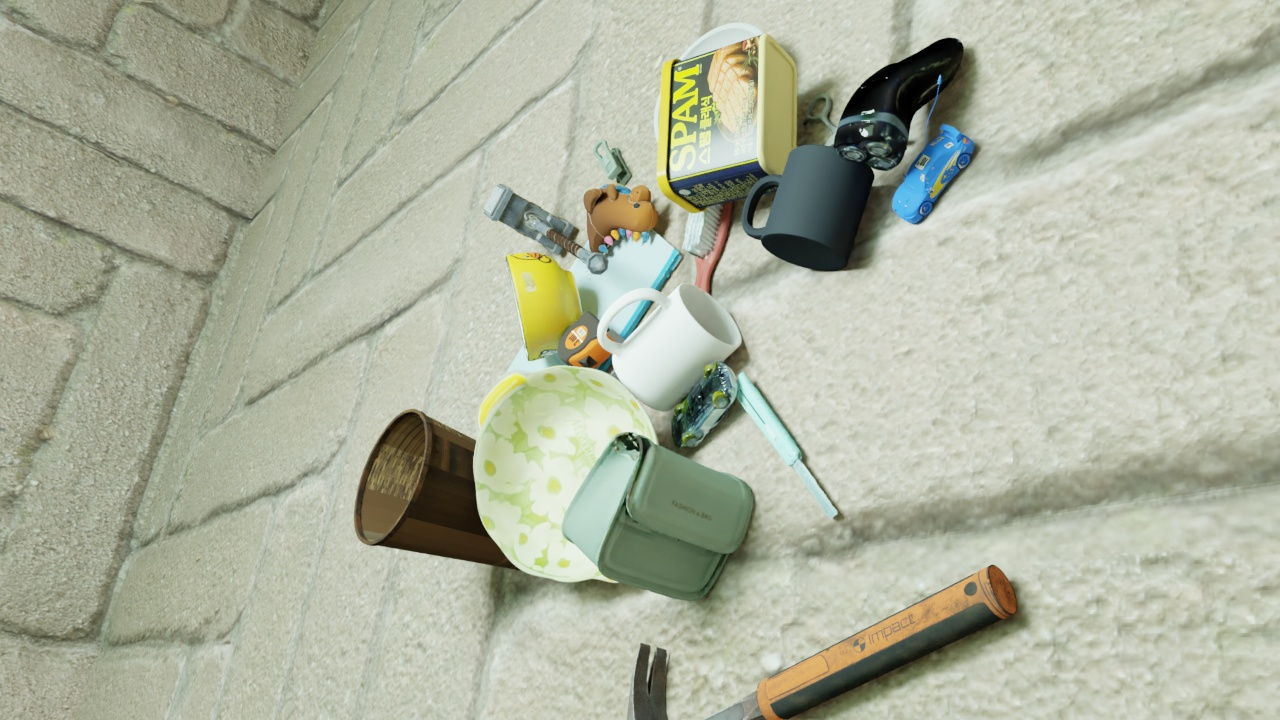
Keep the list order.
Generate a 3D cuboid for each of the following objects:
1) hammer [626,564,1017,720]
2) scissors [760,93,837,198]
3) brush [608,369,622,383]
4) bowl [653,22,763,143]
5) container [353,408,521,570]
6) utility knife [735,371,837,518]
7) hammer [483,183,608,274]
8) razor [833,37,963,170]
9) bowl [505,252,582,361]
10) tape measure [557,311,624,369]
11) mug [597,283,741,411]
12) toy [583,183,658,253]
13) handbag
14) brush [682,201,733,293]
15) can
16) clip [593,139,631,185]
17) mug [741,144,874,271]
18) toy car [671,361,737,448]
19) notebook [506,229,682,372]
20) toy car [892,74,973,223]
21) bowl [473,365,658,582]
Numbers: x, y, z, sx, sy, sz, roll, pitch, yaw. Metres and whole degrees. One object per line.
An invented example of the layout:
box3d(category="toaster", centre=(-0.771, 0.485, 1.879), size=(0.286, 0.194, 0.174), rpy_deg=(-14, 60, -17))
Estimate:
box3d(category="hammer", centre=(0.102, 0.207, 0.613), size=(0.315, 0.035, 0.137), rpy_deg=(-40, 41, 31))
box3d(category="scissors", centre=(0.166, -0.186, 0.798), size=(0.158, 0.014, 0.141), rpy_deg=(-50, 33, 20))
box3d(category="brush", centre=(-0.005, 0.005, 0.901), size=(0.136, 0.015, 0.049), rpy_deg=(-48, 38, 22))
box3d(category="bowl", centre=(0.082, -0.262, 0.928), size=(0.150, 0.043, 0.149), rpy_deg=(-20, 60, 39))
box3d(category="container", centre=(-0.173, 0.137, 0.903), size=(0.132, 0.167, 0.132), rpy_deg=(-31, 46, 39))
box3d(category="utility knife", centre=(0.112, 0.064, 0.709), size=(0.165, 0.015, 0.022), rpy_deg=(-122, 41, -49))
box3d(category="hammer", centre=(-0.090, -0.133, 0.989), size=(0.044, 0.098, 0.322), rpy_deg=(-60, 26, 5))
box3d(category="razor", centre=(0.204, -0.198, 0.703), size=(0.140, 0.064, 0.053), rpy_deg=(-43, 24, -24))
box3d(category="bowl", centre=(-0.101, -0.062, 0.990), size=(0.117, 0.067, 0.117), rpy_deg=(167, 91, -82))
box3d(category="tape measure", centre=(-0.052, -0.014, 0.942), size=(0.059, 0.038, 0.058), rpy_deg=(-48, 36, 0))
box3d(category="mug", centre=(0.018, -0.019, 0.802), size=(0.091, 0.110, 0.073), rpy_deg=(-45, 30, 26))
box3d(category="toy", centre=(-0.021, -0.140, 0.983), size=(0.090, 0.070, 0.103), rpy_deg=(24, 110, 44))
box3d(category="handbag", centre=(0.015, 0.120, 0.704), size=(0.106, 0.121, 0.067), rpy_deg=(-62, 34, 4))
box3d(category="brush", centre=(0.056, -0.099, 0.874), size=(0.041, 0.030, 0.172), rpy_deg=(-12, 60, 50))
box3d(category="can", centre=(0.080, -0.212, 0.827), size=(0.105, 0.075, 0.135), rpy_deg=(-6, 74, 35))
box3d(category="clip", centre=(-0.034, -0.234, 1.084), size=(0.023, 0.042, 0.075), rpy_deg=(-47, 38, 20))
box3d(category="mug", centre=(0.130, -0.124, 0.748), size=(0.105, 0.071, 0.077), rpy_deg=(11, 77, 41))
box3d(category="toy car", centre=(0.056, 0.041, 0.785), size=(0.090, 0.027, 0.038), rpy_deg=(-56, 35, 36))
box3d(category="notebook", centre=(-0.062, -0.044, 1.013), size=(0.254, 0.009, 0.181), rpy_deg=(-57, 35, 11))
box3d(category="toy car", centre=(0.208, -0.155, 0.678), size=(0.092, 0.062, 0.033), rpy_deg=(-54, 35, 15))
box3d(category="bowl", centre=(-0.057, 0.101, 0.827), size=(0.219, 0.060, 0.189), rpy_deg=(46, 103, 21))
